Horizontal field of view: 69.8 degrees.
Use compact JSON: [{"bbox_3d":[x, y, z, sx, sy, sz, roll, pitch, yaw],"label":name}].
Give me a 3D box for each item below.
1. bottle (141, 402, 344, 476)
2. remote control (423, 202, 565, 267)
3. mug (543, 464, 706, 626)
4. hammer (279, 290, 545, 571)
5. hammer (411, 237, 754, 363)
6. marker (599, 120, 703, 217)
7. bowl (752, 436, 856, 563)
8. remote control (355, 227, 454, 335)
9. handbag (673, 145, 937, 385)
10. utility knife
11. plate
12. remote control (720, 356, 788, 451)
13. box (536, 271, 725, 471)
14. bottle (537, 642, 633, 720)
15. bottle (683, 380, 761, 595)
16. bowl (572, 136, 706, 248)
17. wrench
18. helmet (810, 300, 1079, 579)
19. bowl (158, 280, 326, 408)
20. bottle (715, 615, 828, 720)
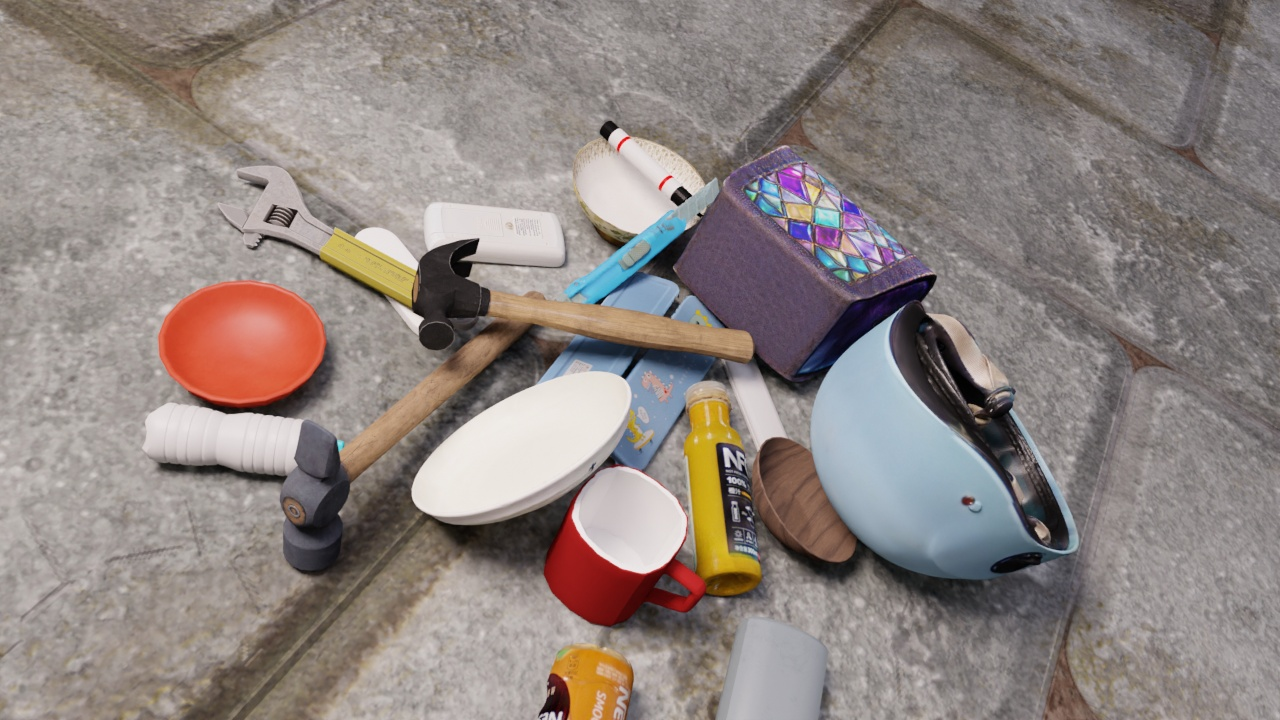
[{"bbox_3d":[-0.294,0.061,0.687,0.136,0.044,0.044,9,51,-13],"label":"bottle"},{"bbox_3d":[-0.141,-0.123,0.897,0.138,0.026,0.060,2,53,-21],"label":"remote control"},{"bbox_3d":[-0.008,0.150,0.687,0.116,0.097,0.080,36,50,9],"label":"mug"},{"bbox_3d":[-0.164,0.022,0.736,0.040,0.130,0.320,28,39,11],"label":"hammer"},{"bbox_3d":[-0.042,-0.037,0.798,0.305,0.040,0.132,9,34,-22],"label":"hammer"},{"bbox_3d":[0.013,-0.190,0.923,0.019,0.019,0.145,-31,68,-35],"label":"marker"},{"bbox_3d":[0.132,0.124,0.784,0.119,0.032,0.119,31,36,-26],"label":"bowl"},{"bbox_3d":[-0.216,-0.072,0.838,0.043,0.013,0.136,-28,67,-34],"label":"remote control"},{"bbox_3d":[0.171,-0.101,0.922,0.205,0.126,0.221,45,41,17],"label":"handbag"},{"bbox_3d":[0.000,-0.108,0.877,0.198,0.015,0.031,-40,108,-2],"label":"utility knife"},{"bbox_3d":[-0.085,0.071,0.701,0.181,0.183,0.034,-43,118,-38],"label":"plate"},{"bbox_3d":[0.111,0.043,0.868,0.033,0.012,0.130,-4,55,-22],"label":"remote control"},{"bbox_3d":[-0.002,0.000,0.844,0.126,0.039,0.208,32,50,5],"label":"box"},{"bbox_3d":[-0.047,0.273,0.602,0.059,0.059,0.166,19,50,-5],"label":"bottle"},{"bbox_3d":[0.065,0.102,0.778,0.053,0.053,0.185,7,52,-14],"label":"bottle"},{"bbox_3d":[-0.007,-0.161,0.950,0.145,0.063,0.145,9,51,-12],"label":"bowl"},{"bbox_3d":[-0.261,-0.099,0.824,0.273,0.018,0.083,27,62,9],"label":"wrench"},{"bbox_3d":[0.249,0.082,0.778,0.265,0.167,0.225,28,39,-33],"label":"helmet"},{"bbox_3d":[-0.318,-0.007,0.737,0.122,0.035,0.121,10,51,-13],"label":"bowl"},{"bbox_3d":[0.088,0.271,0.661,0.072,0.046,0.160,23,50,-2],"label":"bottle"}]
